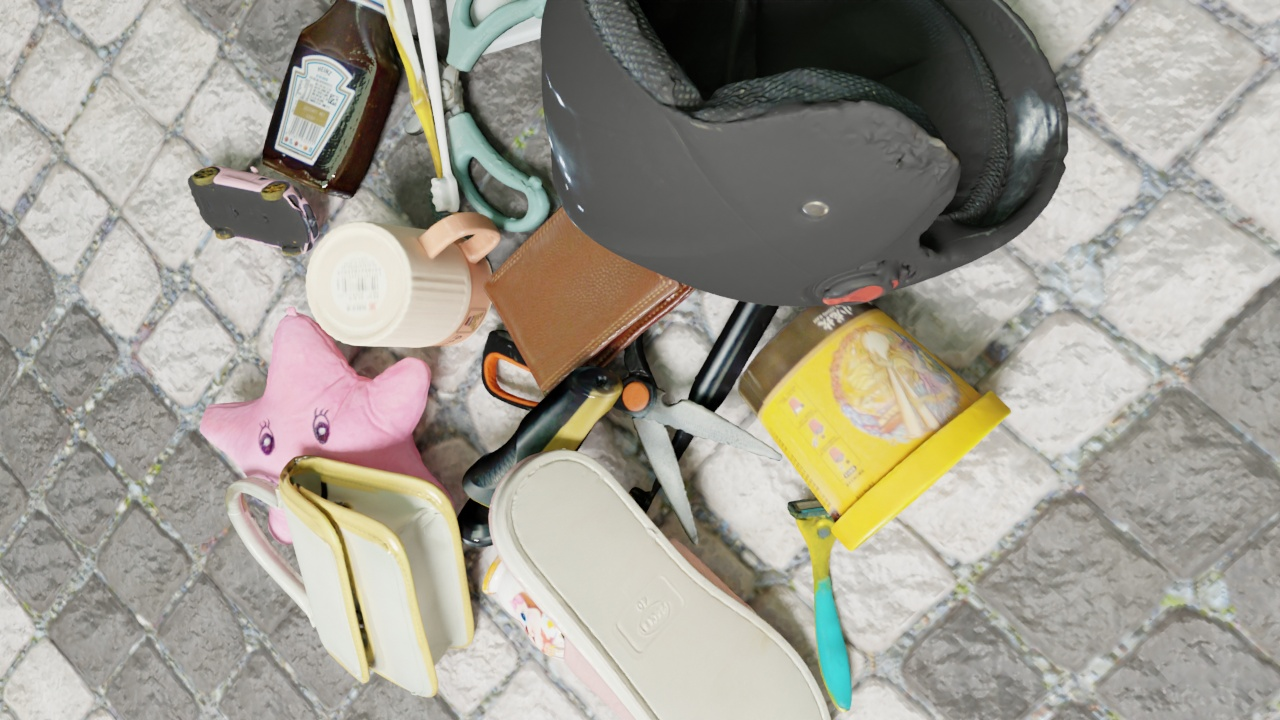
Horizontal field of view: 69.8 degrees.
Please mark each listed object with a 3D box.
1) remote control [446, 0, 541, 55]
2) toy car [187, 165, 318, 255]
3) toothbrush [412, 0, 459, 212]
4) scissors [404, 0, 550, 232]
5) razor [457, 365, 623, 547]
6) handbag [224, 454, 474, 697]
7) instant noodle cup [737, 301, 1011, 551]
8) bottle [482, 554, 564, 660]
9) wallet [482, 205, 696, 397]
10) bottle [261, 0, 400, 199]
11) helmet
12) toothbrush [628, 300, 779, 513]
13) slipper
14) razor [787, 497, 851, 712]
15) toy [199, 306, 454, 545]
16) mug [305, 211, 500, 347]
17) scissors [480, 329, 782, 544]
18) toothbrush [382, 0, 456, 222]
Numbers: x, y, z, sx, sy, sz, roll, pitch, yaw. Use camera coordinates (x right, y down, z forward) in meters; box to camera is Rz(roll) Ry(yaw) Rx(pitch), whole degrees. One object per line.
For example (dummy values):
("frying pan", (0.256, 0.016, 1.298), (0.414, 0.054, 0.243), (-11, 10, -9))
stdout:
("remote control", (-0.070, -0.249, 0.627), (0.136, 0.020, 0.056), (-9, 88, 20))
("toy car", (-0.287, -0.115, 0.686), (0.122, 0.037, 0.056), (15, 133, 25))
("toothbrush", (-0.145, -0.191, 0.626), (0.016, 0.016, 0.180), (-3, 96, 45))
("scissors", (-0.095, -0.182, 0.618), (0.171, 0.019, 0.170), (53, 126, 10))
("razor", (-0.063, 0.063, 0.591), (0.067, 0.062, 0.168), (38, 125, -4))
("handbag", (-0.210, 0.145, 0.631), (0.179, 0.063, 0.164), (12, 124, 19))
("instant noodle cup", (0.127, 0.029, 0.529), (0.119, 0.118, 0.114), (-46, 71, 14))
("bottle", (-0.052, 0.165, 0.614), (0.108, 0.063, 0.063), (25, 99, 16))
("wallet", (-0.038, -0.048, 0.592), (0.125, 0.032, 0.101), (-40, 68, 18))
("bottle", (-0.210, -0.219, 0.662), (0.080, 0.044, 0.195), (25, 98, 15))
("helmet", (0.078, -0.141, 0.477), (0.274, 0.231, 0.233), (17, 66, -23))
("toothbrush", (0.045, 0.016, 0.597), (0.027, 0.026, 0.213), (30, 101, 0))
("slipper", (0.012, 0.167, 0.558), (0.274, 0.113, 0.055), (46, 148, -8))
("razor", (0.119, 0.152, 0.576), (0.043, 0.028, 0.132), (-6, 87, -13))
("toy", (-0.234, 0.048, 0.659), (0.195, 0.074, 0.178), (-6, 105, 16))
("mug", (-0.148, -0.058, 0.614), (0.115, 0.105, 0.081), (-36, 81, 16))
("scissors", (-0.016, 0.011, 0.606), (0.228, 0.021, 0.221), (-7, 84, 25))
("toothbrush", (-0.158, -0.186, 0.636), (0.016, 0.018, 0.191), (-5, 103, 39))
